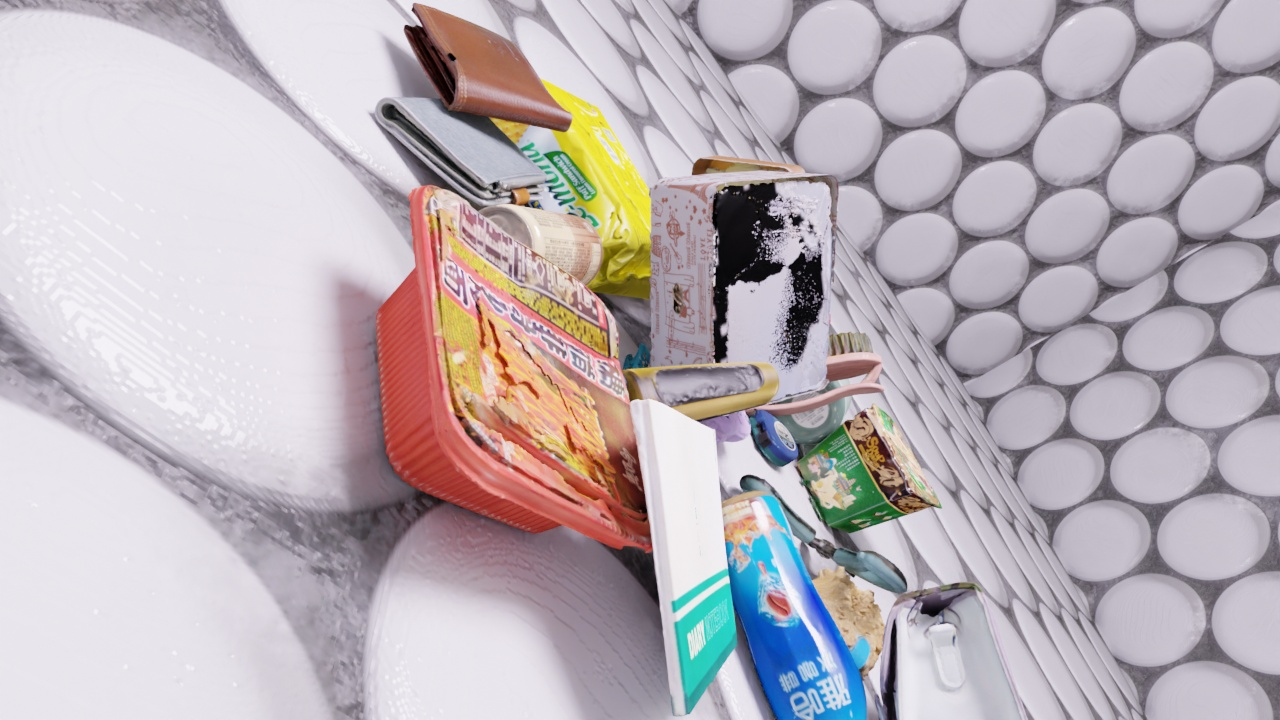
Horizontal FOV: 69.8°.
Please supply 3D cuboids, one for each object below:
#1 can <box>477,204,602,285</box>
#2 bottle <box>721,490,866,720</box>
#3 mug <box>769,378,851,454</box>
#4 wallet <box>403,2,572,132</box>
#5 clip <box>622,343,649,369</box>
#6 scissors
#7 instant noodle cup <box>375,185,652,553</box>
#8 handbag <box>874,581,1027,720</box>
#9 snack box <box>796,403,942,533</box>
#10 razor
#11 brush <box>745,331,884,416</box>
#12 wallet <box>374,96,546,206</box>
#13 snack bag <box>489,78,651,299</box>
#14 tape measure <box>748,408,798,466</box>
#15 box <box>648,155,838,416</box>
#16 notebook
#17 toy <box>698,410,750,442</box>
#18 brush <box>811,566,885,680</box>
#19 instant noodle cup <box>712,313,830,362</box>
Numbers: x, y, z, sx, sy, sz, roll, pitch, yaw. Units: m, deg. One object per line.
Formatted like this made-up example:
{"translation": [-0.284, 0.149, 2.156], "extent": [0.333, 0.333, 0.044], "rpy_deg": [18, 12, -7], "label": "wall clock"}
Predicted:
{"translation": [-0.074, -0.078, 0.652], "extent": [0.058, 0.059, 0.116], "rpy_deg": [58, 20, 8], "label": "can"}
{"translation": [0.107, 0.198, 0.626], "extent": [0.065, 0.065, 0.218], "rpy_deg": [23, 38, -56], "label": "bottle"}
{"translation": [0.193, 0.060, 1.036], "extent": [0.106, 0.082, 0.112], "rpy_deg": [-29, 116, -70], "label": "mug"}
{"translation": [-0.118, -0.224, 0.712], "extent": [0.101, 0.032, 0.124], "rpy_deg": [4, 41, -41], "label": "wallet"}
{"translation": [-0.004, 0.004, 0.741], "extent": [0.014, 0.045, 0.056], "rpy_deg": [47, 19, -16], "label": "clip"}
{"translation": [0.147, 0.147, 0.788], "extent": [0.181, 0.019, 0.170], "rpy_deg": [37, -9, -4], "label": "scissors"}
{"translation": [-0.069, 0.017, 0.483], "extent": [0.164, 0.079, 0.188], "rpy_deg": [36, 28, -45], "label": "instant noodle cup"}
{"translation": [0.219, 0.260, 0.651], "extent": [0.197, 0.098, 0.144], "rpy_deg": [63, 24, -54], "label": "handbag"}
{"translation": [0.240, 0.125, 0.988], "extent": [0.117, 0.106, 0.118], "rpy_deg": [28, 35, -56], "label": "snack box"}
{"translation": [0.021, 0.023, 0.616], "extent": [0.167, 0.068, 0.062], "rpy_deg": [-7, 62, -28], "label": "razor"}
{"translation": [0.176, 0.015, 0.947], "extent": [0.063, 0.146, 0.073], "rpy_deg": [55, 28, -65], "label": "brush"}
{"translation": [-0.127, -0.152, 0.683], "extent": [0.106, 0.037, 0.129], "rpy_deg": [44, 20, 0], "label": "wallet"}
{"translation": [-0.050, -0.164, 0.830], "extent": [0.246, 0.068, 0.157], "rpy_deg": [59, 20, 12], "label": "snack bag"}
{"translation": [0.135, 0.081, 0.932], "extent": [0.058, 0.025, 0.054], "rpy_deg": [31, 33, -42], "label": "tape measure"}
{"translation": [0.057, -0.071, 0.757], "extent": [0.157, 0.181, 0.198], "rpy_deg": [-13, 22, -33], "label": "box"}
{"translation": [0.032, 0.106, 0.534], "extent": [0.209, 0.012, 0.150], "rpy_deg": [32, 50, -75], "label": "notebook"}
{"translation": [0.059, 0.046, 0.794], "extent": [0.084, 0.039, 0.108], "rpy_deg": [40, 15, 24], "label": "toy"}
{"translation": [0.155, 0.253, 0.688], "extent": [0.083, 0.046, 0.254], "rpy_deg": [51, 25, -15], "label": "brush"}
{"translation": [0.112, -0.071, 0.910], "extent": [0.116, 0.116, 0.124], "rpy_deg": [16, -55, 53], "label": "instant noodle cup"}
